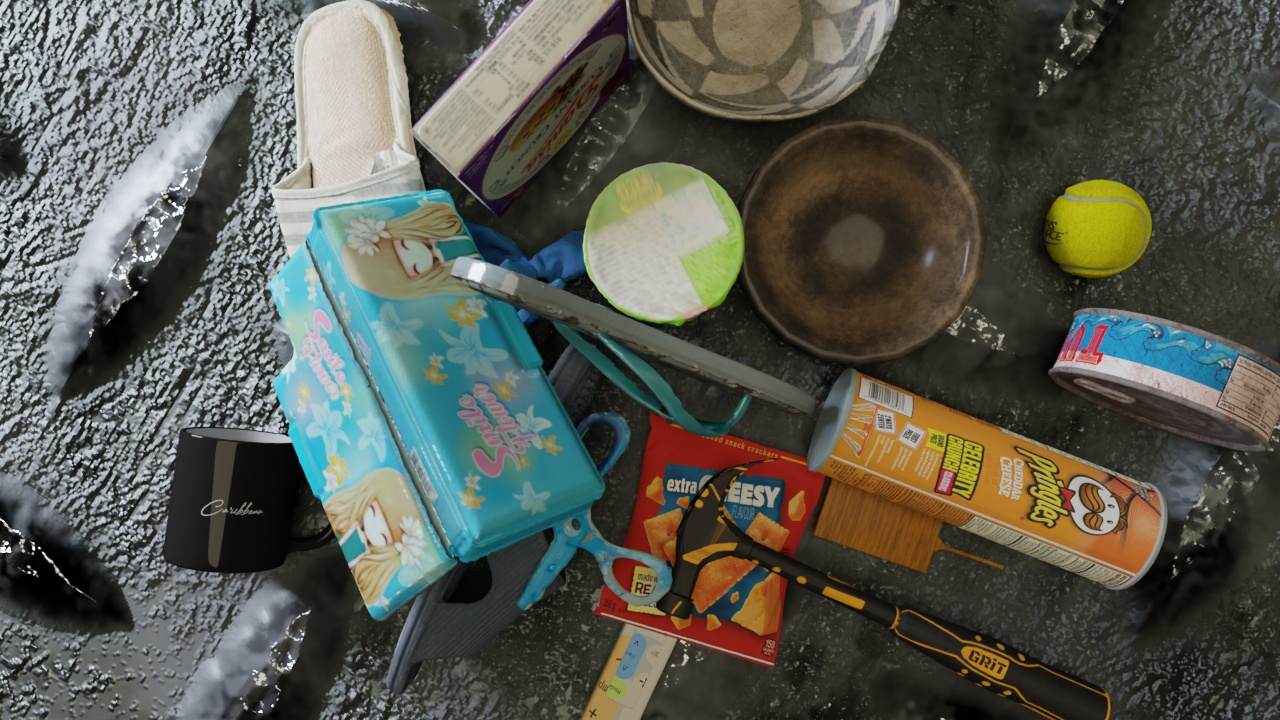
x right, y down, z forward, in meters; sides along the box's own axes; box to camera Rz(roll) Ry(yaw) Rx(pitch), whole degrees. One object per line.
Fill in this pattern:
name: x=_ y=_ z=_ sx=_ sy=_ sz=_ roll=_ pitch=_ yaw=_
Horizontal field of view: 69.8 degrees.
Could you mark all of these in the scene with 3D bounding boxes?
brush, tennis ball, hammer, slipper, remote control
brush: x=0.187 y=0.122 z=0.645 sx=0.126 sy=0.017 sz=0.048 roll=19 pitch=90 yaw=2
tennis ball: x=0.308 y=-0.089 z=0.619 sx=0.065 sy=0.065 sz=0.065 roll=0 pitch=89 yaw=2
hammer: x=0.173 y=0.171 z=0.618 sx=0.320 sy=0.036 sz=0.123 roll=25 pitch=83 yaw=-5
slipper: x=-0.003 y=0.003 z=0.575 sx=0.268 sy=0.098 sz=0.054 roll=22 pitch=89 yaw=-33
slipper: x=-0.078 y=0.111 z=0.622 sx=0.082 sy=0.101 sz=0.263 roll=30 pitch=84 yaw=-5
remote control: x=-0.011 y=0.232 z=0.651 sx=0.038 sy=0.018 sz=0.125 roll=25 pitch=92 yaw=2
slipper: x=-0.198 y=-0.122 z=0.640 sx=0.115 sy=0.054 sz=0.272 roll=-11 pitch=84 yaw=17

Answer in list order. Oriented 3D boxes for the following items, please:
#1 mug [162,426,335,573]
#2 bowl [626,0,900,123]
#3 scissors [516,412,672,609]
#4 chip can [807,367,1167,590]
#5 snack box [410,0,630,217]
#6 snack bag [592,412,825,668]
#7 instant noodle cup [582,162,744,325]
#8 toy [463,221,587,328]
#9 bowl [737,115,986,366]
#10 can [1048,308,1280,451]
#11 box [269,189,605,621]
mug: x=-0.264 y=0.097 z=0.639 sx=0.113 sy=0.078 sz=0.088 roll=8 pitch=89 yaw=-24
bowl: x=0.079 y=-0.240 z=0.622 sx=0.178 sy=0.081 sz=0.178 roll=0 pitch=89 yaw=2
scissors: x=-0.033 y=0.097 z=0.579 sx=0.134 sy=0.011 sz=0.139 roll=23 pitch=80 yaw=-10
chip can: x=0.227 y=0.078 z=0.614 sx=0.215 sy=0.075 sz=0.075 roll=21 pitch=90 yaw=2
snack box: x=-0.070 y=-0.169 z=0.593 sx=0.040 sy=0.148 sz=0.143 roll=42 pitch=91 yaw=1
snack bag: x=0.050 y=0.124 z=0.639 sx=0.131 sy=0.039 sz=0.144 roll=17 pitch=84 yaw=1
instant noodle cup: x=0.015 y=-0.070 z=0.609 sx=0.099 sy=0.108 sz=0.099 roll=0 pitch=89 yaw=2
toy: x=-0.099 y=-0.029 z=0.630 sx=0.113 sy=0.071 sz=0.176 roll=12 pitch=72 yaw=23
bowl: x=0.142 y=-0.077 z=0.623 sx=0.162 sy=0.070 sz=0.162 roll=0 pitch=89 yaw=2
can: x=0.334 y=0.012 z=0.584 sx=0.130 sy=0.130 sz=0.044 roll=23 pitch=90 yaw=2
box: x=-0.142 y=0.017 z=0.543 sx=0.169 sy=0.086 sz=0.227 roll=-29 pitch=74 yaw=-3
